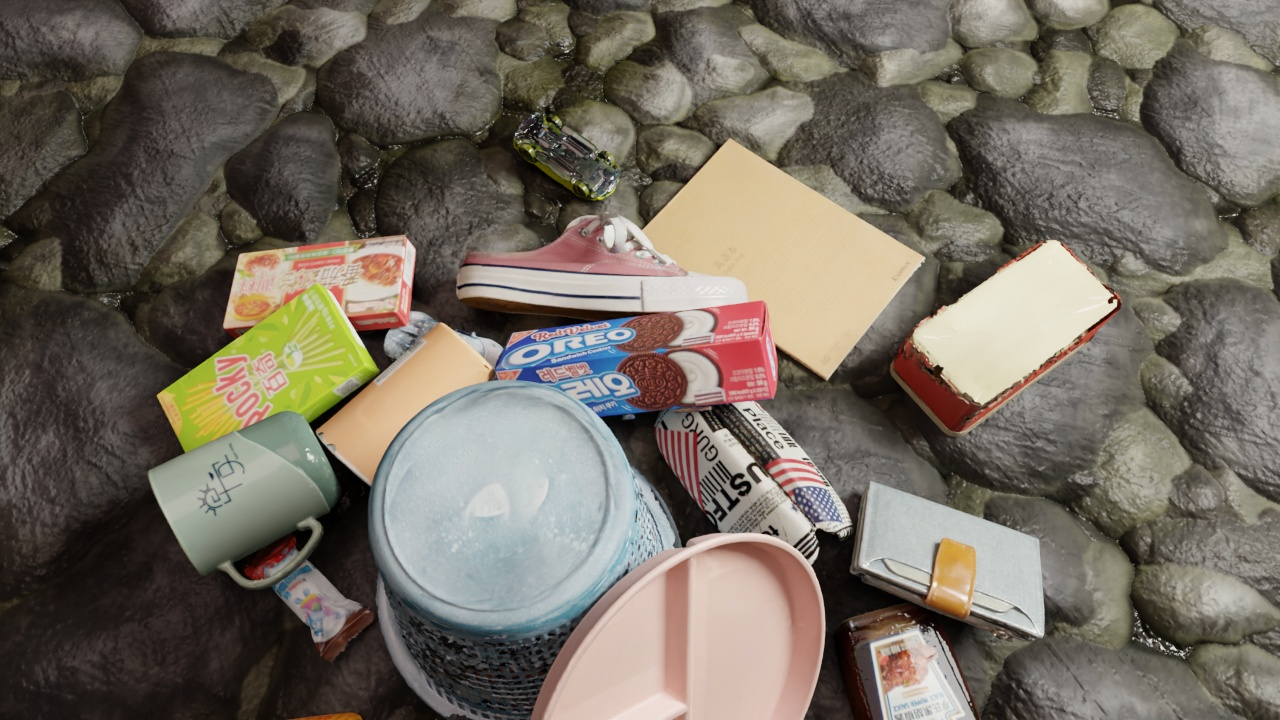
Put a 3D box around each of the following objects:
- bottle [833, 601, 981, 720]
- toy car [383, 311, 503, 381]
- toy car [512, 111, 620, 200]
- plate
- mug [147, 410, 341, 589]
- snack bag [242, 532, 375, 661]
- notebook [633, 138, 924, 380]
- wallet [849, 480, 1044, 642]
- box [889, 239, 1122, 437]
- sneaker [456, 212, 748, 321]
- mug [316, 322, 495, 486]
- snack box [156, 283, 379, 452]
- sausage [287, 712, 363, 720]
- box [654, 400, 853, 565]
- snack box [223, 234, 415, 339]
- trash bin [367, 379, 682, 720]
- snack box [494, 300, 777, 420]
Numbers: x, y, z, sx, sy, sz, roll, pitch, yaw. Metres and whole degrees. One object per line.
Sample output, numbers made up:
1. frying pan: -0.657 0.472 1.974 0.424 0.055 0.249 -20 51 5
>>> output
1. bottle: 0.193 0.263 0.608 0.080 0.044 0.194 -12 65 -10
2. toy car: -0.158 -0.006 0.748 0.105 0.031 0.048 21 66 9
3. toy car: -0.068 -0.182 0.837 0.105 0.032 0.048 34 67 3
4. plate: 0.025 0.206 0.554 0.229 0.229 0.028 -43 37 -19
5. mug: -0.269 0.102 0.649 0.106 0.082 0.111 -27 76 -22
6. snack bag: -0.241 0.168 0.663 0.105 0.026 0.045 37 57 18
7. notebook: 0.118 -0.094 0.804 0.211 0.012 0.149 36 70 17
8. wallet: 0.219 0.139 0.652 0.130 0.037 0.106 19 32 8
9. box: 0.291 -0.025 0.732 0.168 0.078 0.091 -32 68 -16
10. sneaker: -0.030 -0.077 0.747 0.241 0.118 0.087 6 84 8
11. mug: -0.171 0.034 0.690 0.078 0.078 0.122 38 79 17
12. snack box: -0.290 0.019 0.713 0.156 0.026 0.085 -35 73 1
13. sausage: -0.265 0.258 0.621 0.165 0.021 0.021 -7 64 -3
14. box: 0.089 0.084 0.699 0.086 0.076 0.162 -17 57 -42
15. snack box: -0.265 -0.059 0.763 0.153 0.025 0.075 -5 62 9
16. trash bin: -0.079 0.117 0.595 0.226 0.195 0.226 0 63 -1
17. snack box: -0.004 0.004 0.691 0.208 0.058 0.057 -7 34 15
